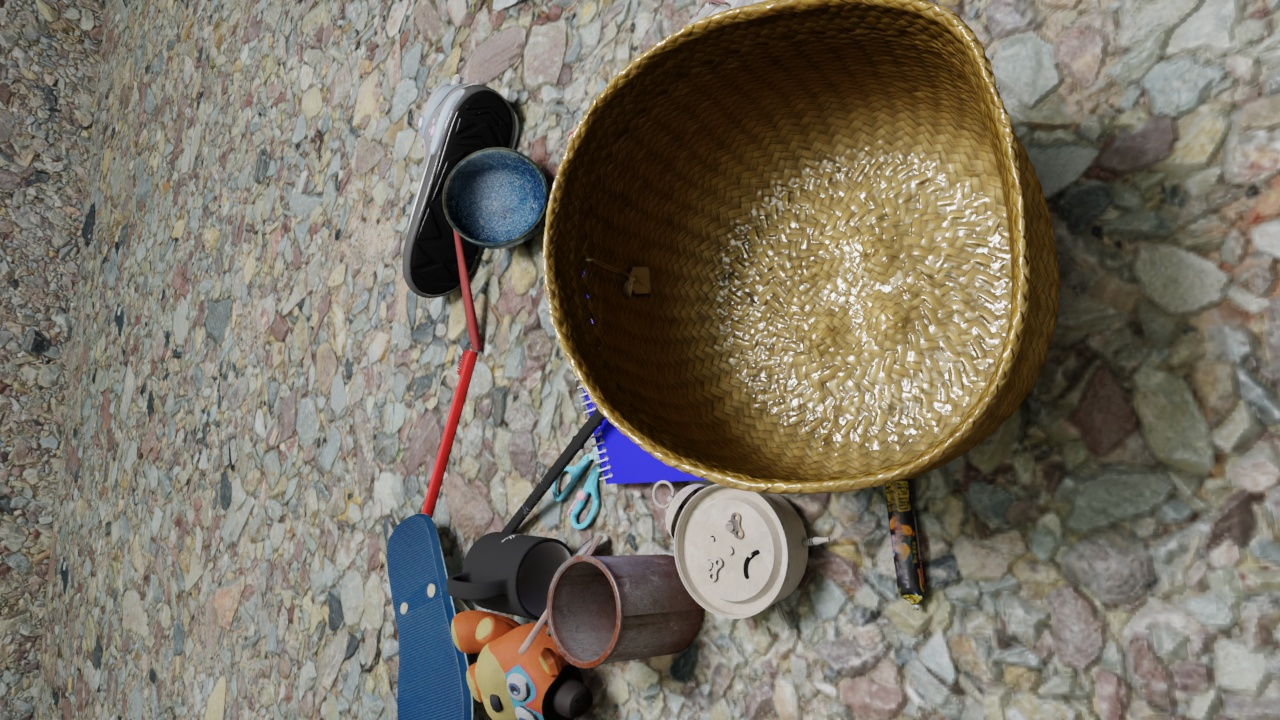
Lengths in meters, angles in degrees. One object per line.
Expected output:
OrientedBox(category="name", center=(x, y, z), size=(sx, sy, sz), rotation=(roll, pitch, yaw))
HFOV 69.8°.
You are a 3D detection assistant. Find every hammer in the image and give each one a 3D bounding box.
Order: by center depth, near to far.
OrientedBox(category="hammer", center=(-0.082, 0.097, 0.890), size=(0.095, 0.015, 0.326), rotation=(56, 134, 20))

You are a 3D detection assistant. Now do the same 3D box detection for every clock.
OrientedBox(category="clock", center=(0.070, 0.141, 0.747), size=(0.157, 0.061, 0.103), rotation=(29, 104, 36))

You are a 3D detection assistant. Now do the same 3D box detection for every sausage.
OrientedBox(category="sausage", center=(0.188, 0.101, 0.664), size=(0.020, 0.020, 0.155), rotation=(-15, 73, 43))

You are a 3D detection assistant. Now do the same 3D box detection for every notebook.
OrientedBox(category="notebook", center=(-0.005, 0.005, 0.813), size=(0.172, 0.022, 0.209), rotation=(-11, 93, 50))

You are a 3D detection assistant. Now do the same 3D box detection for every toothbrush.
OrientedBox(category="toothbrush", center=(-0.199, -0.105, 1.048), size=(0.016, 0.016, 0.190), rotation=(10, 110, 54))
OrientedBox(category="toothbrush", center=(-0.230, 0.088, 1.088), size=(0.018, 0.012, 0.212), rotation=(24, 100, 45))

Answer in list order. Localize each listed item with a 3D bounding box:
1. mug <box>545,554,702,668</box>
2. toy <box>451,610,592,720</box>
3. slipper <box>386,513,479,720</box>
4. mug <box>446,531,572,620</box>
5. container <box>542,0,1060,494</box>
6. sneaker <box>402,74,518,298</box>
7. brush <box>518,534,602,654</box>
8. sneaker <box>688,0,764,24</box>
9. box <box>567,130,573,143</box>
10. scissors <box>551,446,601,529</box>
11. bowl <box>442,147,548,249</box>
OrientedBox(category="mug", center=(-0.023, 0.218, 0.793), size=(0.123, 0.110, 0.096), rotation=(-32, 57, 38))
OrientedBox(category="toy", center=(-0.112, 0.297, 0.877), size=(0.176, 0.096, 0.112), rotation=(-2, 110, 36))
OrientedBox(category="slipper", center=(-0.220, 0.310, 1.008), size=(0.118, 0.060, 0.294), rotation=(-33, 59, 32))
OrientedBox(category="mug", center=(-0.133, 0.213, 0.897), size=(0.088, 0.113, 0.078), rotation=(-5, 88, 44))
OrientedBox(category="container", center=(0.110, -0.060, 0.611), size=(0.308, 0.196, 0.306), rotation=(-4, 81, 27))
OrientedBox(category="sneaker", center=(-0.242, -0.213, 1.110), size=(0.160, 0.093, 0.257), rotation=(37, 110, 51))
OrientedBox(category="brush", center=(-0.078, 0.213, 0.841), size=(0.015, 0.135, 0.050), rotation=(37, 134, 0))
OrientedBox(category="sneaker", center=(0.084, -0.286, 0.781), size=(0.089, 0.099, 0.237), rotation=(43, 115, 25))
OrientedBox(category="box", center=(0.006, -0.123, 0.812), size=(0.118, 0.050, 0.205), rotation=(-11, 95, 55))
OrientedBox(category="scissors", center=(-0.049, 0.094, 0.911), size=(0.076, 0.015, 0.141), rotation=(34, 101, 43))
OrientedBox(category="bowl", center=(-0.157, -0.170, 1.016), size=(0.114, 0.061, 0.114), rotation=(0, 76, 1))
